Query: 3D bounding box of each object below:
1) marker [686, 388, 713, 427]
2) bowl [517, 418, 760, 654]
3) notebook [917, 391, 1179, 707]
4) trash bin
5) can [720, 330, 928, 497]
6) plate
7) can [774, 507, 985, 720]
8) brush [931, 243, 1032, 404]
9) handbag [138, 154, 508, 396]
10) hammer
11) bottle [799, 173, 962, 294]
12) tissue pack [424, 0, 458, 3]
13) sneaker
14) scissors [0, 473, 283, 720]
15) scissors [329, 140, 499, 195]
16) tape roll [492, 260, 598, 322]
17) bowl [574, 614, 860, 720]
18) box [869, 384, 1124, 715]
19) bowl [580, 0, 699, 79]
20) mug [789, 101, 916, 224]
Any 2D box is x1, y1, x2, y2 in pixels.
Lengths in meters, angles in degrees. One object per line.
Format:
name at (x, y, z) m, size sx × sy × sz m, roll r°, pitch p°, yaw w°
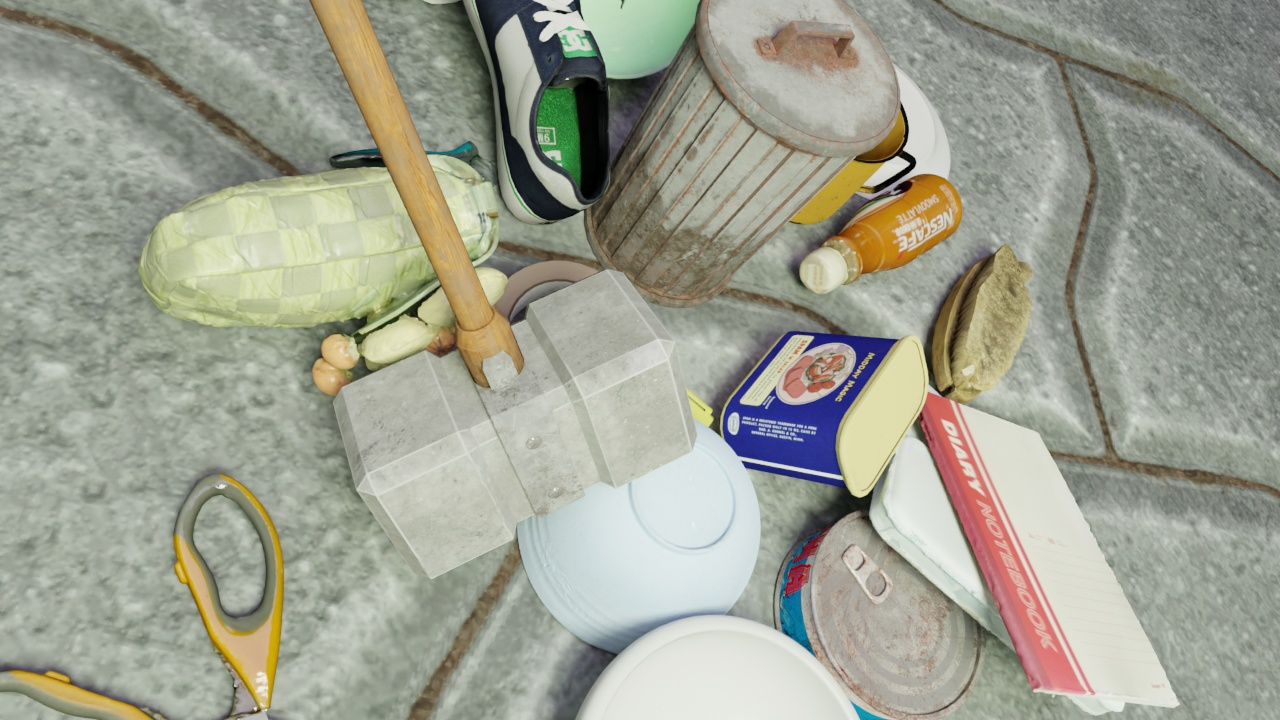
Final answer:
marker at (-0.004, 0.004, 0.601) m, size 0.124 × 0.017 × 0.021 m, roll 40°, pitch 99°, yaw -1°
bowl at (0.011, 0.089, 0.531) m, size 0.150 × 0.075 × 0.150 m, roll 11°, pitch 62°, yaw -21°
notebook at (0.258, 0.118, 0.599) m, size 0.153 × 0.012 × 0.208 m, roll 18°, pitch 43°, yaw -32°
trash bin at (0.058, -0.136, 0.585) m, size 0.130 × 0.212 × 0.130 m, roll 11°, pitch 61°, yaw -21°
can at (0.119, 0.029, 0.597) m, size 0.116 × 0.092 × 0.056 m, roll -46°, pitch 128°, yaw -35°
plate at (0.206, -0.223, 0.822) m, size 0.188 × 0.016 × 0.188 m, roll 11°, pitch 61°, yaw -21°
can at (0.152, 0.162, 0.581) m, size 0.130 × 0.044 × 0.129 m, roll 11°, pitch 61°, yaw -21°
brush at (0.278, -0.034, 0.739) m, size 0.059 × 0.043 × 0.194 m, roll 42°, pitch 48°, yaw -4°
handbag at (-0.165, -0.041, 0.500) m, size 0.186 × 0.113 × 0.117 m, roll -13°, pitch 85°, yaw -27°
hammer at (-0.085, -0.052, 0.394) m, size 0.162 × 0.318 × 0.083 m, roll -25°, pitch 44°, yaw -9°
bottle at (0.187, -0.096, 0.722) m, size 0.166 × 0.059 × 0.059 m, roll -30°, pitch 81°, yaw -34°
tissue pack at (-0.187, -0.363, 0.647) m, size 0.141 × 0.121 × 0.197 m, roll -13°, pitch 66°, yaw -32°
sneaker at (-0.059, -0.210, 0.590) m, size 0.084 × 0.079 × 0.235 m, roll -12°, pitch 96°, yaw -35°
scissors at (-0.206, 0.167, 0.422) m, size 0.216 × 0.016 × 0.225 m, roll -15°, pitch 75°, yaw -32°
scissors at (-0.133, -0.125, 0.605) m, size 0.144 × 0.019 × 0.126 m, roll 28°, pitch 56°, yaw -13°
tape roll at (-0.050, -0.013, 0.568) m, size 0.093 × 0.030 × 0.093 m, roll 4°, pitch 72°, yaw -13°
bowl at (0.035, 0.227, 0.477) m, size 0.176 × 0.066 × 0.176 m, roll 11°, pitch 61°, yaw -21°
box at (0.244, 0.113, 0.625) m, size 0.209 × 0.037 × 0.188 m, roll 42°, pitch 38°, yaw -5°
bowl at (-0.028, -0.286, 0.688) m, size 0.150 × 0.077 × 0.151 m, roll -4°, pitch 102°, yaw -20°
mug at (0.148, -0.164, 0.714) m, size 0.123 × 0.094 × 0.100 m, roll 23°, pitch 59°, yaw -12°
